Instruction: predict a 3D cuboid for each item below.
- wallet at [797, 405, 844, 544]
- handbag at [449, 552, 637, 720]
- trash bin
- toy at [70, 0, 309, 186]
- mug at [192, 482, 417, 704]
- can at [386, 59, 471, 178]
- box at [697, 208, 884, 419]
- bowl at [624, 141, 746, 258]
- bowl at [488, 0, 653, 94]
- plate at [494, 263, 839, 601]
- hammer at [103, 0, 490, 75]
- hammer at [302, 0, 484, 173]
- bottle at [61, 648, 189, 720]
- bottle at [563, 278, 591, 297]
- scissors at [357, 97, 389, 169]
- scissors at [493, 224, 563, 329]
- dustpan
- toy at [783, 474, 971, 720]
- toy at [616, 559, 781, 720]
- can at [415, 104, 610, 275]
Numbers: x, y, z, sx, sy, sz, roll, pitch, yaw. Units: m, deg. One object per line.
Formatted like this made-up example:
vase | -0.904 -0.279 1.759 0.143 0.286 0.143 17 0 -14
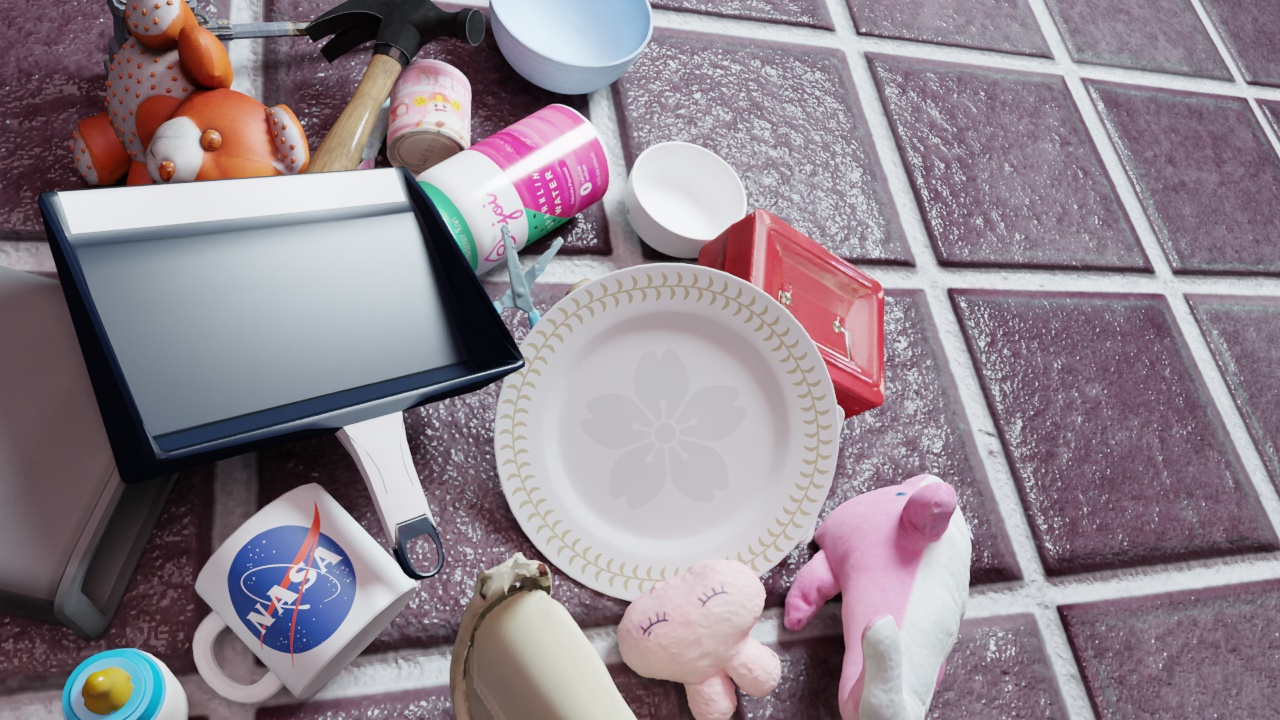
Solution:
wallet | 0.106 0.079 0.700 0.086 0.032 0.116 10 91 -7
handbag | -0.010 0.233 0.528 0.131 0.184 0.229 -24 57 -31
trash bin | -0.396 0.038 0.536 0.219 0.098 0.191 16 59 -9
toy | -0.316 -0.154 0.636 0.172 0.164 0.092 43 20 14
mug | -0.210 0.148 0.551 0.090 0.091 0.121 43 77 6
can | -0.174 -0.198 0.756 0.067 0.067 0.076 4 63 -17
box | 0.124 -0.031 0.739 0.158 0.087 0.129 25 55 -26
bowl | 0.035 -0.135 0.805 0.104 0.054 0.104 8 62 -16
bowl | -0.070 -0.301 0.844 0.150 0.075 0.150 8 61 -15
plate | 0.019 0.053 0.650 0.242 0.016 0.242 0 96 -2
hammer | -0.267 -0.279 0.768 0.321 0.099 0.044 -18 70 -36
hammer | -0.235 -0.152 0.694 0.132 0.040 0.304 14 71 19
bottle | -0.268 0.178 0.476 0.051 0.146 0.051 8 61 -15
bottle | -0.004 0.004 0.708 0.067 0.068 0.157 -31 77 -30
scissors | -0.230 -0.167 0.752 0.076 0.017 0.173 19 60 -6
scissors | -0.088 -0.029 0.696 0.126 0.015 0.136 39 97 -18
dustpan | -0.185 0.002 0.551 0.235 0.080 0.273 -16 86 -42
toy | 0.164 0.170 0.653 0.128 0.187 0.264 1 29 23
toy | 0.045 0.193 0.627 0.108 0.053 0.105 -34 92 0
can | -0.105 -0.135 0.734 0.088 0.088 0.165 47 58 8
